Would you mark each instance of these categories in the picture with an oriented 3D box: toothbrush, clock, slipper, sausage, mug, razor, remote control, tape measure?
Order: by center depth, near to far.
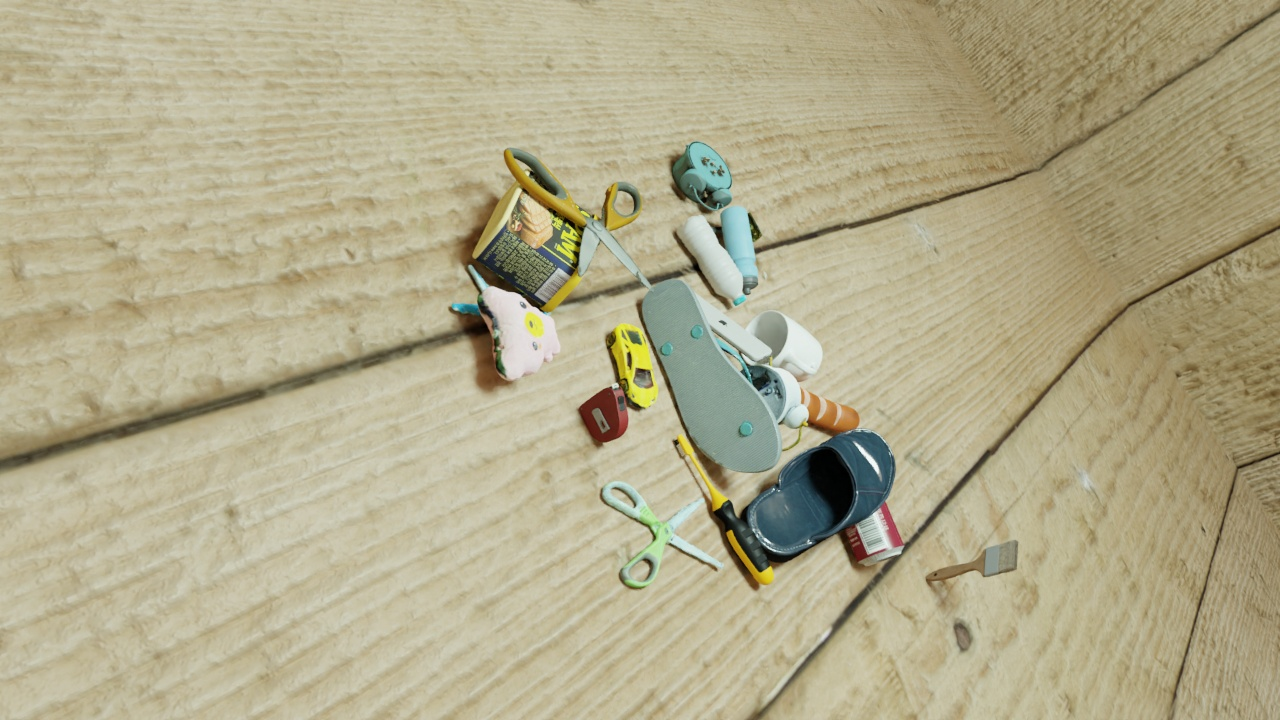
[{"bbox_3d":[-0.036,0.059,0.977,0.019,0.059,0.051,-15,74,-49],"label":"tape measure"},{"bbox_3d":[0.095,0.170,1.054,0.031,0.031,0.196,-22,76,-46],"label":"toothbrush"},{"bbox_3d":[0.081,0.024,1.113,0.268,0.098,0.054,60,14,19],"label":"slipper"},{"bbox_3d":[0.238,0.150,1.118,0.264,0.084,0.109,-25,68,-36],"label":"slipper"},{"bbox_3d":[0.164,0.059,1.164,0.057,0.083,0.117,2,60,-52],"label":"clock"},{"bbox_3d":[0.104,-0.047,1.189,0.146,0.008,0.045,39,34,22],"label":"remote control"},{"bbox_3d":[0.203,-0.008,1.237,0.087,0.081,0.114,25,13,-40],"label":"mug"},{"bbox_3d":[0.239,0.065,1.263,0.164,0.045,0.039,22,59,-34],"label":"sausage"},{"bbox_3d":[0.092,-0.265,1.350,0.090,0.053,0.124,26,46,-29],"label":"clock"},{"bbox_3d":[0.137,-0.197,1.372,0.105,0.026,0.042,-13,74,-45],"label":"razor"}]

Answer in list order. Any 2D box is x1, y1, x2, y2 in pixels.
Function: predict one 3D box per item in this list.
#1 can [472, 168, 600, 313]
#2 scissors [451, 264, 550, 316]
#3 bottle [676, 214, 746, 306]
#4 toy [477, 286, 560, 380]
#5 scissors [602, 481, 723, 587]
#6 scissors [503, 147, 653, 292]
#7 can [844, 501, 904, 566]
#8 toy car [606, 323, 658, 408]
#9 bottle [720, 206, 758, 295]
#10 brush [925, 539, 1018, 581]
[{"bbox_3d":[-0.114,-0.136,1.022,0.104,0.075,0.135,35,36,-18],"label":"can"},{"bbox_3d":[-0.142,-0.049,0.990,0.134,0.011,0.139,56,39,4],"label":"scissors"},{"bbox_3d":[0.103,-0.137,1.273,0.044,0.044,0.136,-28,84,-51],"label":"bottle"},{"bbox_3d":[-0.121,-0.025,0.944,0.093,0.050,0.102,3,66,-43],"label":"toy"},{"bbox_3d":[0.023,0.179,0.984,0.165,0.024,0.171,50,36,4],"label":"scissors"},{"bbox_3d":[-0.053,-0.166,1.035,0.225,0.016,0.229,46,35,0],"label":"scissors"},{"bbox_3d":[0.295,0.206,1.201,0.063,0.063,0.114,2,61,-45],"label":"can"},{"bbox_3d":[-0.006,0.006,1.071,0.049,0.030,0.106,9,58,-43],"label":"toy car"},{"bbox_3d":[0.143,-0.156,1.319,0.040,0.040,0.130,6,70,-43],"label":"bottle"},{"bbox_3d":[0.444,0.277,1.235,0.008,0.143,0.045,37,50,-18],"label":"brush"}]
